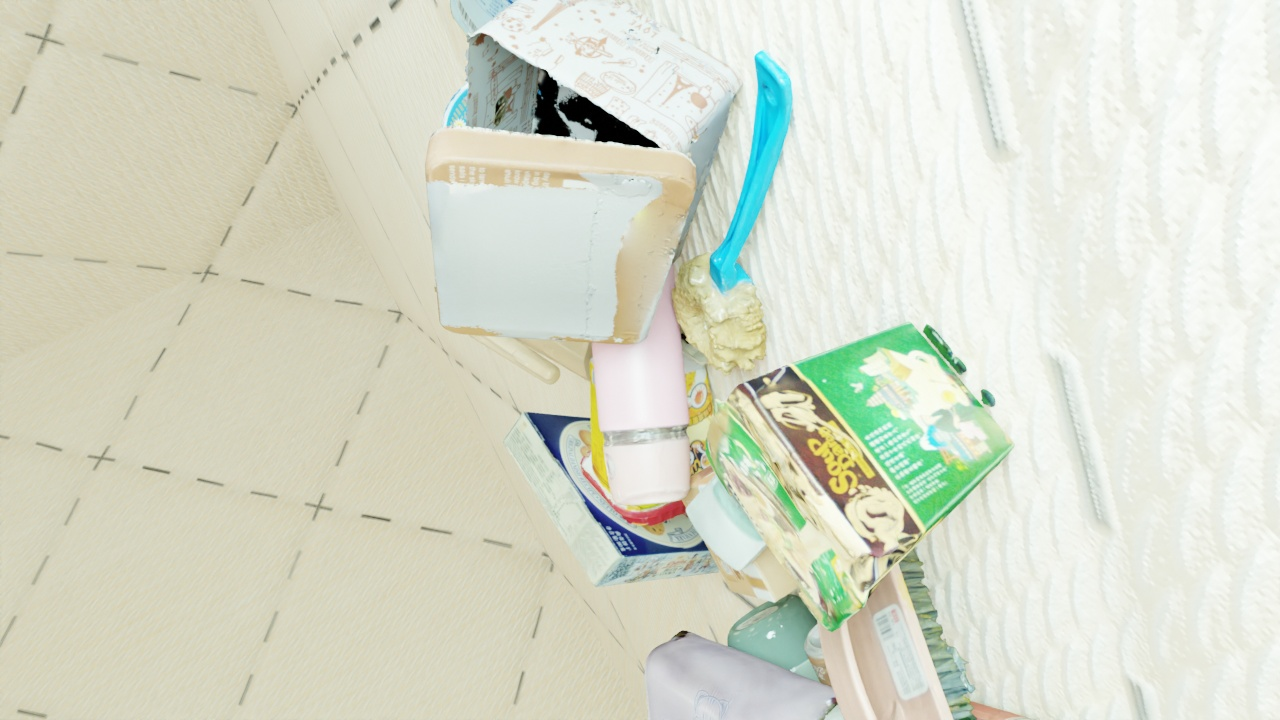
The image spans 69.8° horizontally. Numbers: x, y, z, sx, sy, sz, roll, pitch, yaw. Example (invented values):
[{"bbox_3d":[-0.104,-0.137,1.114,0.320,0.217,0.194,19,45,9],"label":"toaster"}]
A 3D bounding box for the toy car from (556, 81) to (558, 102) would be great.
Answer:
[{"bbox_3d":[-0.029,-0.187,0.595,0.156,0.041,0.071,42,156,36],"label":"toy car"}]

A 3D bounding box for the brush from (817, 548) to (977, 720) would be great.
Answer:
[{"bbox_3d":[0.140,0.156,0.549,0.063,0.073,0.145,-48,49,51],"label":"brush"}]

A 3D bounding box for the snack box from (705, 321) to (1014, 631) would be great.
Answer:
[{"bbox_3d":[0.110,0.052,0.460,0.118,0.105,0.118,56,165,21],"label":"snack box"}]

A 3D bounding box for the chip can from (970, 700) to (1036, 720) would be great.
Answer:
[{"bbox_3d":[0.208,0.239,0.538,0.071,0.071,0.215,60,165,4],"label":"chip can"}]

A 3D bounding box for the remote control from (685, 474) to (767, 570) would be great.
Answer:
[{"bbox_3d":[0.084,0.073,0.579,0.056,0.019,0.135,48,120,19],"label":"remote control"}]

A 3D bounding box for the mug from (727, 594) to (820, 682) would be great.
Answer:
[{"bbox_3d":[0.132,0.266,0.806,0.106,0.082,0.112,59,-179,6],"label":"mug"}]

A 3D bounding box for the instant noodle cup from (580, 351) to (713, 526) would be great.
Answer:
[{"bbox_3d":[0.011,0.055,0.778,0.116,0.116,0.124,38,140,55],"label":"instant noodle cup"}]

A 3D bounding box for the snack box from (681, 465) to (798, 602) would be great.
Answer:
[{"bbox_3d":[0.090,0.113,0.672,0.093,0.077,0.094,62,164,1],"label":"snack box"}]

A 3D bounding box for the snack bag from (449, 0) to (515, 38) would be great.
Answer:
[{"bbox_3d":[-0.103,-0.287,0.663,0.110,0.038,0.191,66,161,3],"label":"snack bag"}]

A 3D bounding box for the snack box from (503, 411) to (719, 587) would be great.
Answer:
[{"bbox_3d":[-0.016,0.128,0.878,0.178,0.182,0.046,50,117,33],"label":"snack box"}]

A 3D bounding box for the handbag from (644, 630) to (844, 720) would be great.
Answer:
[{"bbox_3d":[0.090,0.303,0.710,0.197,0.098,0.145,2,111,58],"label":"handbag"}]

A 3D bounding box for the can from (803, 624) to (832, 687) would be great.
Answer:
[{"bbox_3d":[0.172,0.250,0.687,0.116,0.058,0.058,63,164,-7],"label":"can"}]

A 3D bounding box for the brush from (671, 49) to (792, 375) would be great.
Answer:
[{"bbox_3d":[0.058,-0.074,0.541,0.083,0.045,0.255,58,160,26],"label":"brush"}]

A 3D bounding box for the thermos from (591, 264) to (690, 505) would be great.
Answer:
[{"bbox_3d":[-0.004,0.004,0.671,0.087,0.067,0.198,169,95,-73],"label":"thermos"}]

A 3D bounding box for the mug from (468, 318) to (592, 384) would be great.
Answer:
[{"bbox_3d":[-0.075,-0.028,0.826,0.103,0.124,0.084,30,131,30],"label":"mug"}]

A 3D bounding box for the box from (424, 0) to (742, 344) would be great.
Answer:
[{"bbox_3d":[-0.046,-0.083,0.523,0.148,0.157,0.182,35,149,9],"label":"box"}]

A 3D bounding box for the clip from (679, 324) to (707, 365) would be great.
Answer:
[{"bbox_3d":[0.022,-0.030,0.728,0.103,0.034,0.076,41,153,31],"label":"clip"}]

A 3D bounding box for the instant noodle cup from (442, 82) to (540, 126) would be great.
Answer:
[{"bbox_3d":[-0.089,-0.156,0.715,0.110,0.099,0.099,57,164,30],"label":"instant noodle cup"}]
